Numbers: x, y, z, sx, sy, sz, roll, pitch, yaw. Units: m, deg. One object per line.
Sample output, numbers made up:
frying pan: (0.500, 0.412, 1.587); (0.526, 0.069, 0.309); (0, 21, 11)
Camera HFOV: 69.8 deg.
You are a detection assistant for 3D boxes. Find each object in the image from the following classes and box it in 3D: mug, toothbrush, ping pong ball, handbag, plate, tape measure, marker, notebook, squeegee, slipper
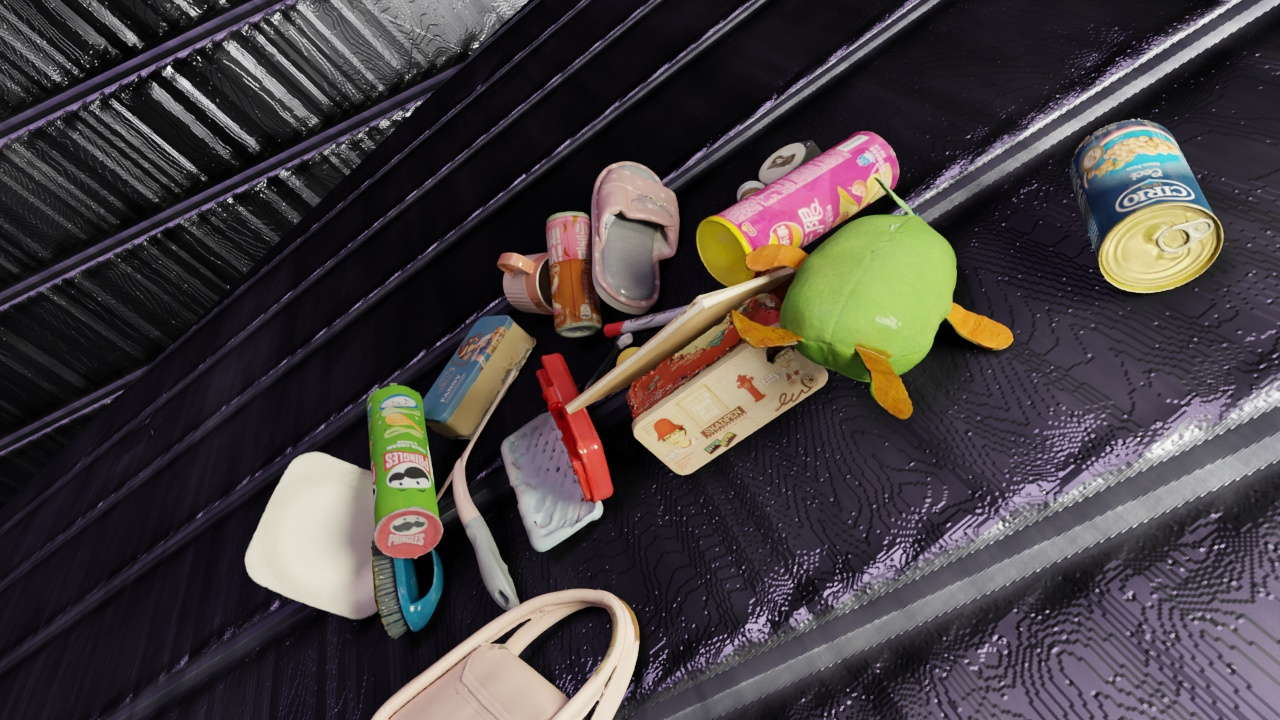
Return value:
mug: (-0.136, -0.108, 1.206); (0.106, 0.114, 0.081); (6, 72, 56)
toothbrush: (-0.035, 0.006, 0.986); (0.018, 0.015, 0.180); (-21, 15, 20)
ping pong ball: (-0.006, 0.006, 0.984); (0.040, 0.040, 0.040); (-31, 33, 23)
handbag: (-0.097, 0.279, 0.744); (0.233, 0.093, 0.194); (-47, 29, -19)
plate: (-0.351, 0.201, 1.054); (0.034, 0.163, 0.164); (-35, 32, 61)
tape measure: (0.169, -0.215, 1.044); (0.066, 0.033, 0.065); (-2, 49, 49)
marker: (0.013, -0.045, 1.045); (0.146, 0.017, 0.017); (-11, 44, 44)
notebook: (0.037, -0.020, 0.857); (0.149, 0.012, 0.212); (-23, -11, -46)
squeegee: (-0.171, 0.164, 0.960); (0.248, 0.040, 0.249); (-56, 37, 21)
slipper: (-0.006, -0.166, 1.129); (0.055, 0.114, 0.273); (-52, 22, 42)

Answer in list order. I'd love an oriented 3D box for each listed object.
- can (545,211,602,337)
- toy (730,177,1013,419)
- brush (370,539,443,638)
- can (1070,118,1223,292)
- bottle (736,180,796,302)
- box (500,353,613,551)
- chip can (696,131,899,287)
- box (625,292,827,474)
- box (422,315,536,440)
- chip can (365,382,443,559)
can: (-0.082, -0.105, 1.128); (0.058, 0.057, 0.147); (-17, 73, 38)
toy: (0.183, -0.050, 0.740); (0.227, 0.090, 0.245); (25, 46, 21)
brush: (-0.251, 0.235, 0.995); (0.073, 0.055, 0.144); (-21, 32, -9)
can: (0.356, -0.112, 0.655); (0.075, 0.075, 0.110); (-25, 36, 31)
bottle: (0.128, -0.126, 0.961); (0.060, 0.060, 0.205); (-32, 33, 22)
box: (-0.097, 0.091, 0.946); (0.098, 0.119, 0.201); (-18, 31, -9)
chip can: (0.153, -0.146, 0.873); (0.210, 0.071, 0.071); (-33, 24, -26)
box: (0.072, 0.016, 0.827); (0.168, 0.091, 0.076); (-36, 35, 15)
box: (-0.217, 0.027, 1.196); (0.090, 0.060, 0.183); (-3, 49, 50)
chip can: (-0.275, 0.120, 1.054); (0.072, 0.072, 0.235); (-39, 37, 10)
